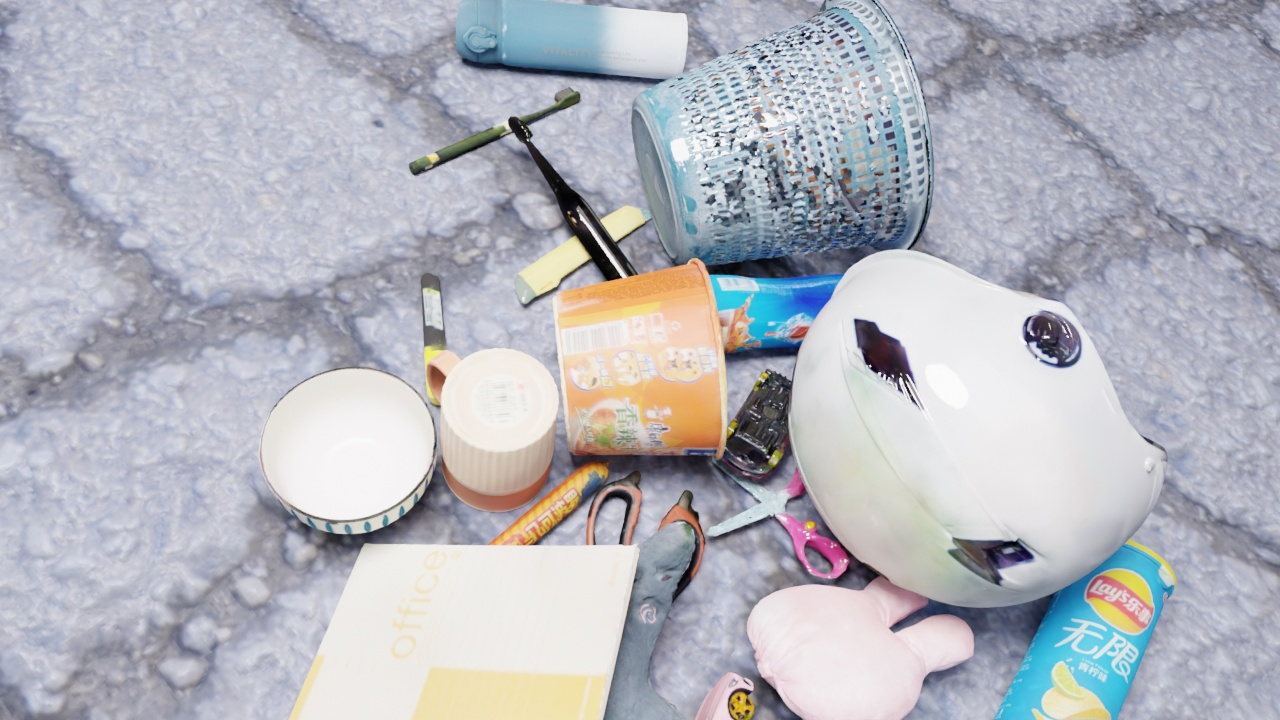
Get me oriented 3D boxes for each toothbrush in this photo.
[{"bbox_3d":[-0.053,-0.126,0.786,0.212,0.026,0.027,56,27,10],"label":"toothbrush"},{"bbox_3d":[-0.133,-0.215,0.850,0.185,0.012,0.017,-32,65,-24],"label":"toothbrush"}]

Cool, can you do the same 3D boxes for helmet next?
[{"bbox_3d":[0.194,0.064,0.625,0.145,0.230,0.258,-39,89,-30],"label":"helmet"}]

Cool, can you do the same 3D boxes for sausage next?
[{"bbox_3d":[-0.081,0.122,0.662,0.021,0.021,0.164,43,63,14],"label":"sausage"}]

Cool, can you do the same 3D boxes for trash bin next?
[{"bbox_3d":[0.103,-0.173,0.769,0.195,0.227,0.226,-16,64,-5],"label":"trash bin"}]

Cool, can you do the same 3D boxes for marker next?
[{"bbox_3d":[-0.165,-0.019,0.733,0.018,0.015,0.124,-4,59,-14],"label":"marker"}]

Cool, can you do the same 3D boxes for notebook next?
[{"bbox_3d":[-0.110,0.177,0.565,0.207,0.010,0.145,-4,47,21],"label":"notebook"}]

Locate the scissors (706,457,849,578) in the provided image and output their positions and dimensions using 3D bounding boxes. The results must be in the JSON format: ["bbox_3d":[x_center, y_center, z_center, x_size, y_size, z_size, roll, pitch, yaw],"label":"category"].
[{"bbox_3d":[0.111,0.109,0.706,0.133,0.017,0.135,38,57,20],"label":"scissors"}]

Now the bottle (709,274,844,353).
[{"bbox_3d":[0.152,-0.041,0.773,0.218,0.065,0.065,-2,61,-12],"label":"bottle"}]

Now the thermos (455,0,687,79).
[{"bbox_3d":[-0.066,-0.311,0.886,0.220,0.070,0.070,2,61,-9],"label":"thermos"}]

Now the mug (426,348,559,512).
[{"bbox_3d":[-0.111,0.040,0.654,0.081,0.106,0.114,-37,73,-26],"label":"mug"}]

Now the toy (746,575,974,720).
[{"bbox_3d":[0.152,0.195,0.632,0.159,0.054,0.121,-9,34,-25],"label":"toy"}]

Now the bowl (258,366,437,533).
[{"bbox_3d":[-0.201,0.070,0.644,0.116,0.066,0.116,5,59,-8],"label":"bowl"}]

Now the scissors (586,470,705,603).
[{"bbox_3d":[0.006,0.186,0.645,0.193,0.015,0.206,-28,69,-24],"label":"scissors"}]

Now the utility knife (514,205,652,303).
[{"bbox_3d":[-0.048,-0.098,0.796,0.162,0.018,0.031,-38,78,-24],"label":"utility knife"}]

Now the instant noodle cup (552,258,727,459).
[{"bbox_3d":[-0.004,0.004,0.677,0.111,0.152,0.151,-6,62,-5],"label":"instant noodle cup"}]

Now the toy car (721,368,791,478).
[{"bbox_3d":[0.097,0.052,0.727,0.049,0.031,0.106,29,49,10],"label":"toy car"}]

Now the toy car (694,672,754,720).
[{"bbox_3d":[0.038,0.258,0.588,0.037,0.056,0.122,27,59,-3],"label":"toy car"}]

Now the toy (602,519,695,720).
[{"bbox_3d":[-0.049,0.253,0.543,0.138,0.091,0.355,4,55,22],"label":"toy"}]

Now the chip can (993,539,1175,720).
[{"bbox_3d":[0.306,0.223,0.646,0.071,0.071,0.209,36,61,11],"label":"chip can"}]
